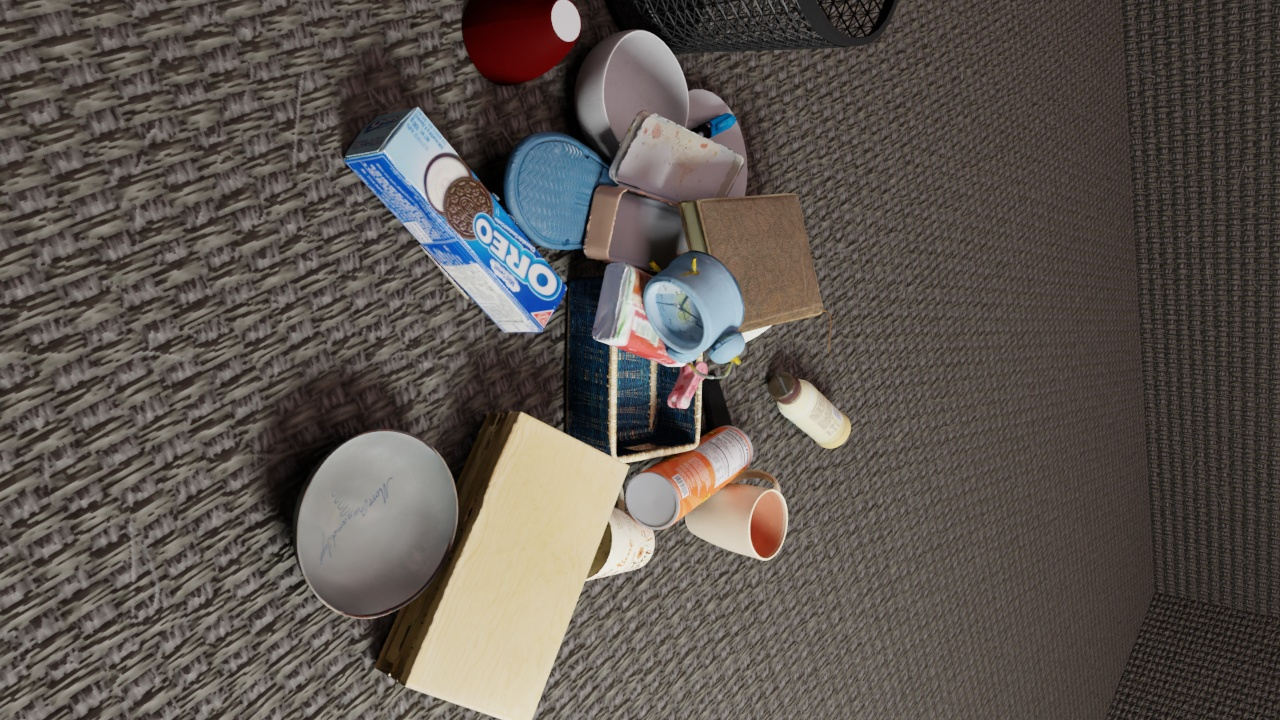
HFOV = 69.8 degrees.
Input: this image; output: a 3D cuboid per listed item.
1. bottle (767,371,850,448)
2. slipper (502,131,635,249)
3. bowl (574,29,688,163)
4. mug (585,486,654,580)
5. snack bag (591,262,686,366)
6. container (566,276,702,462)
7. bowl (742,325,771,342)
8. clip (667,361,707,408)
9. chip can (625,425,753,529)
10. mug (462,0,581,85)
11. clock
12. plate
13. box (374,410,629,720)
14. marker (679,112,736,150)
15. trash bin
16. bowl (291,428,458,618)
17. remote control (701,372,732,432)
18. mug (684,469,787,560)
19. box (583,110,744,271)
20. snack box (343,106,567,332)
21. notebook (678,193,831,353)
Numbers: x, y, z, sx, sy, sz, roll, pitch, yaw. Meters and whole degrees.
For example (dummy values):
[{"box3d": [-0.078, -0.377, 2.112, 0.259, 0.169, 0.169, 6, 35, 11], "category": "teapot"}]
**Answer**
[{"box3d": [0.229, 0.066, 1.253, 0.162, 0.057, 0.056, 37, 67, -44], "category": "bottle"}, {"box3d": [-0.070, -0.157, 0.891, 0.213, 0.059, 0.104, 5, 99, -63], "category": "slipper"}, {"box3d": [-0.016, -0.262, 0.932, 0.131, 0.064, 0.132, -7, 99, -48], "category": "bowl"}, {"box3d": [-0.037, 0.169, 0.962, 0.097, 0.081, 0.121, 19, 58, -55], "category": "mug"}, {"box3d": [0.006, -0.042, 0.893, 0.115, 0.036, 0.077, 20, 78, -47], "category": "snack bag"}, {"box3d": [-0.006, 0.006, 0.968, 0.145, 0.071, 0.187, -4, 97, -48], "category": "container"}, {"box3d": [0.153, -0.100, 1.121, 0.176, 0.071, 0.177, -19, 114, -51], "category": "bowl"}, {"box3d": [0.044, 0.024, 0.960, 0.022, 0.038, 0.058, 51, 56, -42], "category": "clip"}, {"box3d": [0.060, 0.126, 1.027, 0.209, 0.062, 0.062, -20, 109, -60], "category": "chip can"}, {"box3d": [-0.102, -0.306, 0.812, 0.086, 0.088, 0.114, -50, 128, -33], "category": "mug"}, {"box3d": [0.051, -0.039, 0.849, 0.051, 0.089, 0.124, -36, 116, -36], "category": "clock"}, {"box3d": [0.067, -0.224, 1.065, 0.172, 0.019, 0.173, -7, 99, -48], "category": "plate"}, {"box3d": [-0.134, 0.183, 0.843, 0.140, 0.123, 0.248, 28, 71, -22], "category": "box"}, {"box3d": [0.069, -0.256, 1.037, 0.122, 0.015, 0.018, -35, 120, -39], "category": "marker"}, {"box3d": [0.101, -0.408, 0.913, 0.216, 0.244, 0.217, -7, 99, -48], "category": "trash bin"}, {"box3d": [-0.224, 0.127, 0.745, 0.150, 0.057, 0.151, -7, 100, -48], "category": "bowl"}, {"box3d": [0.097, 0.076, 1.139, 0.039, 0.010, 0.125, -34, 118, -41], "category": "remote control"}, {"box3d": [0.118, 0.176, 1.103, 0.111, 0.104, 0.085, -53, 130, -32], "category": "mug"}, {"box3d": [0.034, -0.164, 0.946, 0.216, 0.058, 0.154, 0, 109, -58], "category": "box"}, {"box3d": [-0.154, -0.114, 0.799, 0.226, 0.060, 0.059, 52, 53, -38], "category": "snack box"}, {"box3d": [0.132, -0.087, 0.997, 0.214, 0.035, 0.190, -15, 92, -51], "category": "notebook"}]
